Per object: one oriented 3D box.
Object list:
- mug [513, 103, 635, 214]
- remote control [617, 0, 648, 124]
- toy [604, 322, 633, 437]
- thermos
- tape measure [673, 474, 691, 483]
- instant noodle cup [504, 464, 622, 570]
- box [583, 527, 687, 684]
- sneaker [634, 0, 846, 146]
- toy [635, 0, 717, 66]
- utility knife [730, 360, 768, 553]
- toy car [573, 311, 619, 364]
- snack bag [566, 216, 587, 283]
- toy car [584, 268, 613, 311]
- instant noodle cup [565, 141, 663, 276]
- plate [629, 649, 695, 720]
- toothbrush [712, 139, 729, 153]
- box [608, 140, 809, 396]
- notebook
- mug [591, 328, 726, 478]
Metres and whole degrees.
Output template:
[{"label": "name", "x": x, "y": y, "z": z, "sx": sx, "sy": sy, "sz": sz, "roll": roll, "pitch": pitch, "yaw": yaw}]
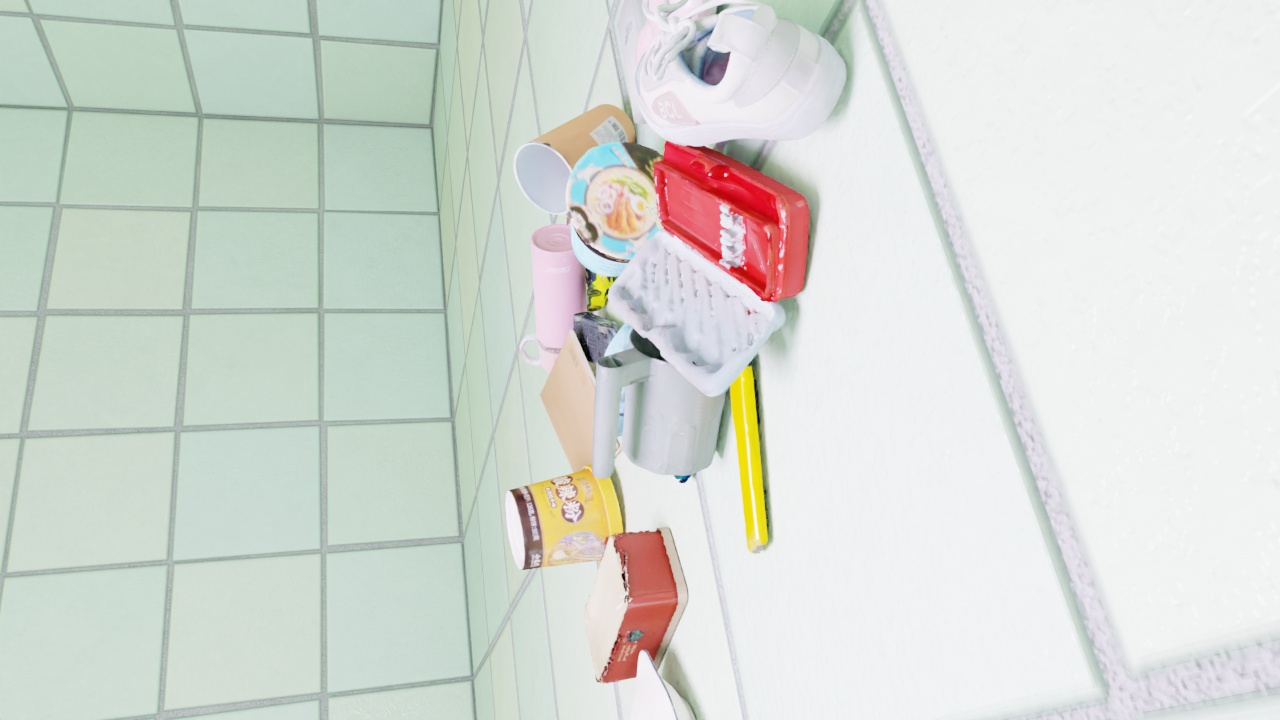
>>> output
[{"label": "mug", "x": -0.061, "y": -0.212, "z": 0.935, "sx": 0.078, "sy": 0.122, "sz": 0.078, "roll": 24, "pitch": 138, "yaw": 23}, {"label": "remote control", "x": 0.000, "y": -0.302, "z": 0.908, "sx": 0.056, "sy": 0.019, "sz": 0.135, "roll": 121, "pitch": 144, "yaw": -60}, {"label": "toy", "x": -0.005, "y": 0.005, "z": 0.830, "sx": 0.156, "sy": 0.050, "sz": 0.161, "roll": 78, "pitch": -156, "yaw": -66}, {"label": "thermos", "x": -0.110, "y": -0.070, "z": 1.148, "sx": 0.067, "sy": 0.087, "sz": 0.199, "roll": -93, "pitch": 5, "yaw": -49}, {"label": "tape measure", "x": 0.032, "y": 0.076, "z": 0.826, "sx": 0.058, "sy": 0.025, "sz": 0.055, "roll": -123, "pitch": 34, "yaw": -59}, {"label": "instant noodle cup", "x": -0.092, "y": 0.187, "z": 1.070, "sx": 0.119, "sy": 0.114, "sz": 0.118, "roll": 172, "pitch": 90, "yaw": -71}, {"label": "box", "x": -0.017, "y": 0.245, "z": 0.912, "sx": 0.169, "sy": 0.077, "sz": 0.091, "roll": 106, "pitch": 155, "yaw": -43}, {"label": "sneaker", "x": 0.034, "y": -0.201, "z": 0.623, "sx": 0.089, "sy": 0.090, "sz": 0.242, "roll": -64, "pitch": 28, "yaw": 5}, {"label": "toy", "x": 0.026, "y": -0.292, "z": 0.766, "sx": 0.160, "sy": 0.054, "sz": 0.121, "roll": 111, "pitch": 151, "yaw": -56}, {"label": "utility knife", "x": 0.081, "y": 0.066, "z": 0.682, "sx": 0.033, "sy": 0.015, "sz": 0.153, "roll": 145, "pitch": 121, "yaw": -77}, {"label": "toy car", "x": -0.047, "y": -0.024, "z": 1.060, "sx": 0.121, "sy": 0.036, "sz": 0.054, "roll": -153, "pitch": 58, "yaw": -63}, {"label": "snack bag", "x": -0.079, "y": -0.148, "z": 1.170, "sx": 0.048, "sy": 0.026, "sz": 0.104, "roll": 98, "pitch": 162, "yaw": -56}, {"label": "toy car", "x": -0.049, "y": -0.090, "z": 1.068, "sx": 0.105, "sy": 0.032, "sz": 0.048, "roll": 110, "pitch": 156, "yaw": -76}, {"label": "instant noodle cup", "x": -0.023, "y": -0.133, "z": 0.871, "sx": 0.121, "sy": 0.111, "sz": 0.111, "roll": 136, "pitch": 130, "yaw": -76}, {"label": "plate", "x": 0.027, "y": 0.370, "z": 0.852, "sx": 0.163, "sy": 0.034, "sz": 0.164, "roll": -120, "pitch": 33, "yaw": -58}, {"label": "toothbrush", "x": 0.052, "y": -0.152, "z": 0.748, "sx": 0.190, "sy": 0.020, "sz": 0.029, "roll": 109, "pitch": 159, "yaw": -50}, {"label": "box", "x": 0.047, "y": -0.075, "z": 0.679, "sx": 0.201, "sy": 0.065, "sz": 0.160, "roll": 47, "pitch": 122, "yaw": 57}, {"label": "notebook", "x": -0.077, "y": 0.069, "z": 1.133, "sx": 0.149, "sy": 0.012, "sz": 0.212, "roll": 65, "pitch": 156, "yaw": 15}, {"label": "mug", "x": 0.012, "y": 0.034, "z": 0.729, "sx": 0.084, "sy": 0.123, "sz": 0.103, "roll": 32, "pitch": 128, "yaw": 41}]
